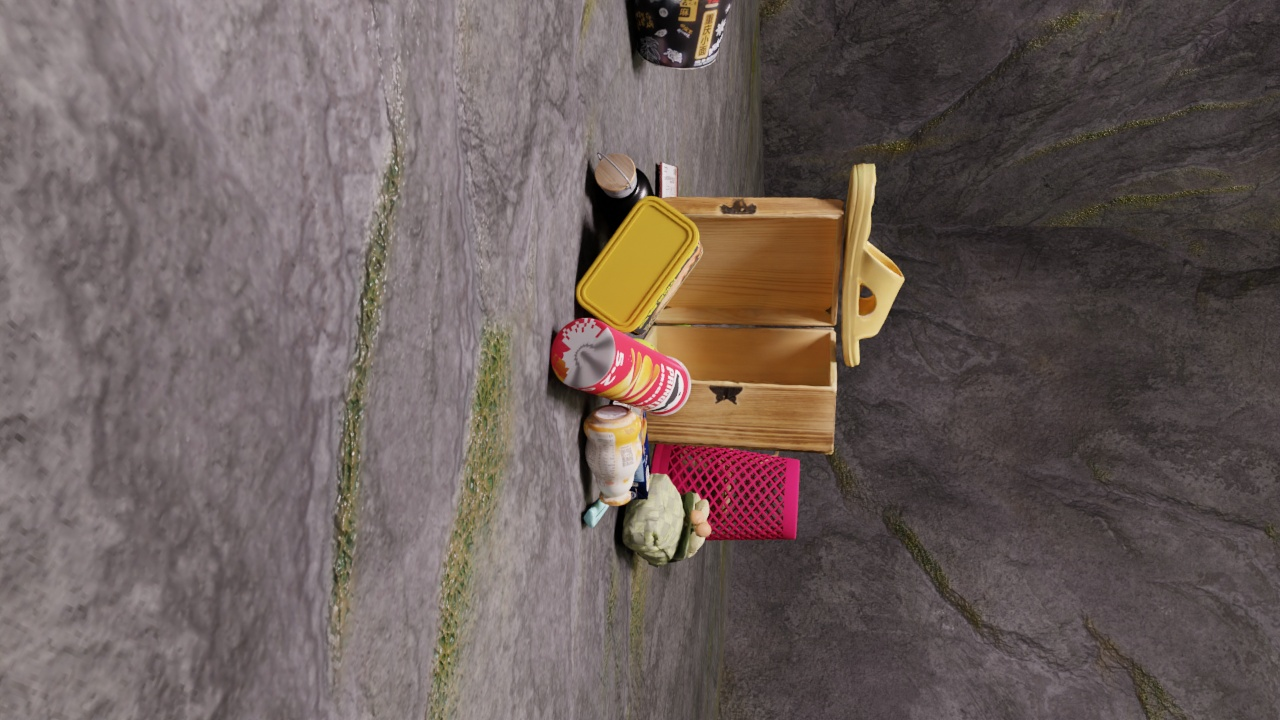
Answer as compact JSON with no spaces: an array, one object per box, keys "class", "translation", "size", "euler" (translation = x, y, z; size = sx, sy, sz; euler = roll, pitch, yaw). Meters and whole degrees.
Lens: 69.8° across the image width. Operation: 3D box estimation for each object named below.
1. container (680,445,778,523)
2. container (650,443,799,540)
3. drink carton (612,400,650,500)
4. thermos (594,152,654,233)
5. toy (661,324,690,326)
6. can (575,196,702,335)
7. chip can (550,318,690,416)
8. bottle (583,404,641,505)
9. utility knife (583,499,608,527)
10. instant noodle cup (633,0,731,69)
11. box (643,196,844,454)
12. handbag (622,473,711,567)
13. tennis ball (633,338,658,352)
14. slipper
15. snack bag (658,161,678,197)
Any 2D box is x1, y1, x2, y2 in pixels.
[{"class":"container","translation":[0.152,0.158,1.639],"size":[0.157,0.186,0.250],"euler":[-27,119,-77]},{"class":"container","translation":[0.140,0.216,1.488],"size":[0.183,0.226,0.183],"euler":[4,89,-79]},{"class":"drink carton","translation":[-0.011,0.107,1.148],"size":[0.064,0.040,0.130],"euler":[-81,169,-58]},{"class":"thermos","translation":[-0.011,-0.171,1.042],"size":[0.231,0.061,0.061],"euler":[57,37,-72]},{"class":"toy","translation":[0.055,-0.039,1.462],"size":[0.091,0.046,0.115],"euler":[-73,169,-50]},{"class":"can","translation":[0.003,-0.095,0.979],"size":[0.135,0.075,0.104],"euler":[-54,172,3]},{"class":"chip can","translation":[-0.014,0.011,0.950],"size":[0.220,0.069,0.069],"euler":[25,68,-67]},{"class":"bottle","translation":[-0.030,0.105,1.009],"size":[0.063,0.063,0.109],"euler":[-63,154,-64]},{"class":"utility knife","translation":[-0.044,0.170,1.093],"size":[0.179,0.016,0.022],"euler":[-20,112,-82]},{"class":"instant noodle cup","translation":[0.052,-0.435,1.142],"size":[0.137,0.137,0.112],"euler":[-75,172,-47]},{"class":"box","translation":[0.132,-0.075,1.253],"size":[0.281,0.279,0.316],"euler":[-60,148,-68]},{"class":"handbag","translation":[0.040,0.221,1.258],"size":[0.186,0.117,0.113],"euler":[67,28,-70]},{"class":"tennis ball","translation":[-0.007,0.006,1.098],"size":[0.065,0.065,0.065],"euler":[4,89,-79]},{"class":"slipper","translation":[0.302,-0.122,1.195],"size":[0.099,0.078,0.263],"euler":[-60,151,-71]},{"class":"snack bag","translation":[0.043,-0.277,1.423],"size":[0.157,0.013,0.057],"euler":[-43,132,-75]}]
